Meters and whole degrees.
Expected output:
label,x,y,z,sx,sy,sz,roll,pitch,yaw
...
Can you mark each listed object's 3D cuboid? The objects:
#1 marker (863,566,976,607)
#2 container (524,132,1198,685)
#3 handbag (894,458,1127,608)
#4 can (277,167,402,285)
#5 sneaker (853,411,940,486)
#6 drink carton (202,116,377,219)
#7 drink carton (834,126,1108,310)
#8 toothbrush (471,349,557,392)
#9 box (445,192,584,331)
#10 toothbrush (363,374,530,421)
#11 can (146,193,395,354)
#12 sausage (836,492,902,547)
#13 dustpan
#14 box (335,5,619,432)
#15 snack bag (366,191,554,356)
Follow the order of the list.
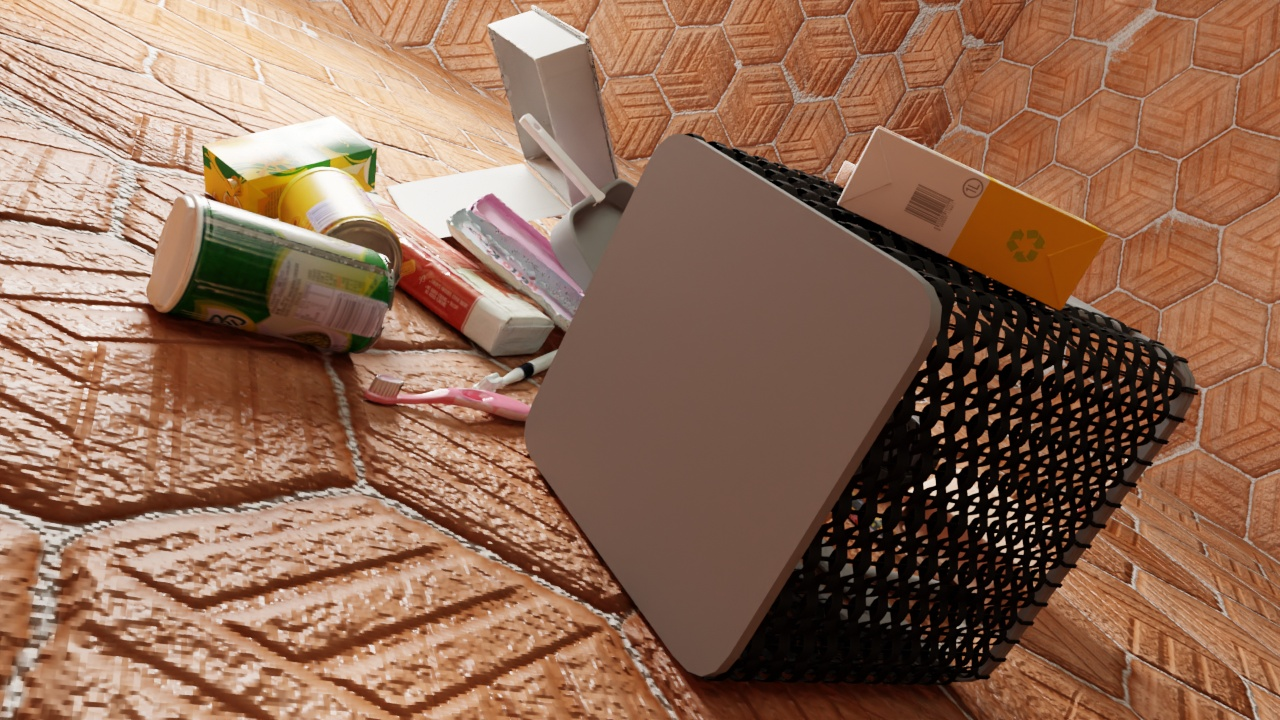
label,x,y,z,sx,sy,sz,roll,pitch,yaw
marker,0.213,0.174,0.706,0.138,0.016,0.022,20,-13,-30
container,0.113,0.031,0.552,0.243,0.246,0.247,12,23,-40
handbag,0.329,0.105,0.804,0.116,0.188,0.198,45,25,25
can,-0.219,-0.092,0.668,0.067,0.068,0.105,16,20,-41
sneaker,0.191,0.040,0.952,0.240,0.089,0.124,26,18,-3
drink carton,-0.276,-0.150,0.720,0.058,0.041,0.122,36,41,23
drink carton,0.158,-0.075,0.457,0.122,0.040,0.058,27,20,7
toothbrush,-0.083,0.005,0.699,0.012,0.017,0.186,51,17,2
box,-0.084,-0.068,0.829,0.201,0.041,0.153,40,21,-9
toothbrush,-0.113,0.025,0.580,0.134,0.016,0.021,12,23,-48
can,-0.213,-0.048,0.534,0.120,0.067,0.067,16,21,-43
sausage,0.171,0.115,0.805,0.020,0.020,0.155,12,23,-48
dustpan,-0.029,-0.123,0.864,0.257,0.033,0.162,48,35,-4
box,-0.176,-0.144,0.978,0.164,0.447,0.167,27,14,-36
snack bag,-0.176,-0.077,0.756,0.225,0.041,0.077,34,15,21
